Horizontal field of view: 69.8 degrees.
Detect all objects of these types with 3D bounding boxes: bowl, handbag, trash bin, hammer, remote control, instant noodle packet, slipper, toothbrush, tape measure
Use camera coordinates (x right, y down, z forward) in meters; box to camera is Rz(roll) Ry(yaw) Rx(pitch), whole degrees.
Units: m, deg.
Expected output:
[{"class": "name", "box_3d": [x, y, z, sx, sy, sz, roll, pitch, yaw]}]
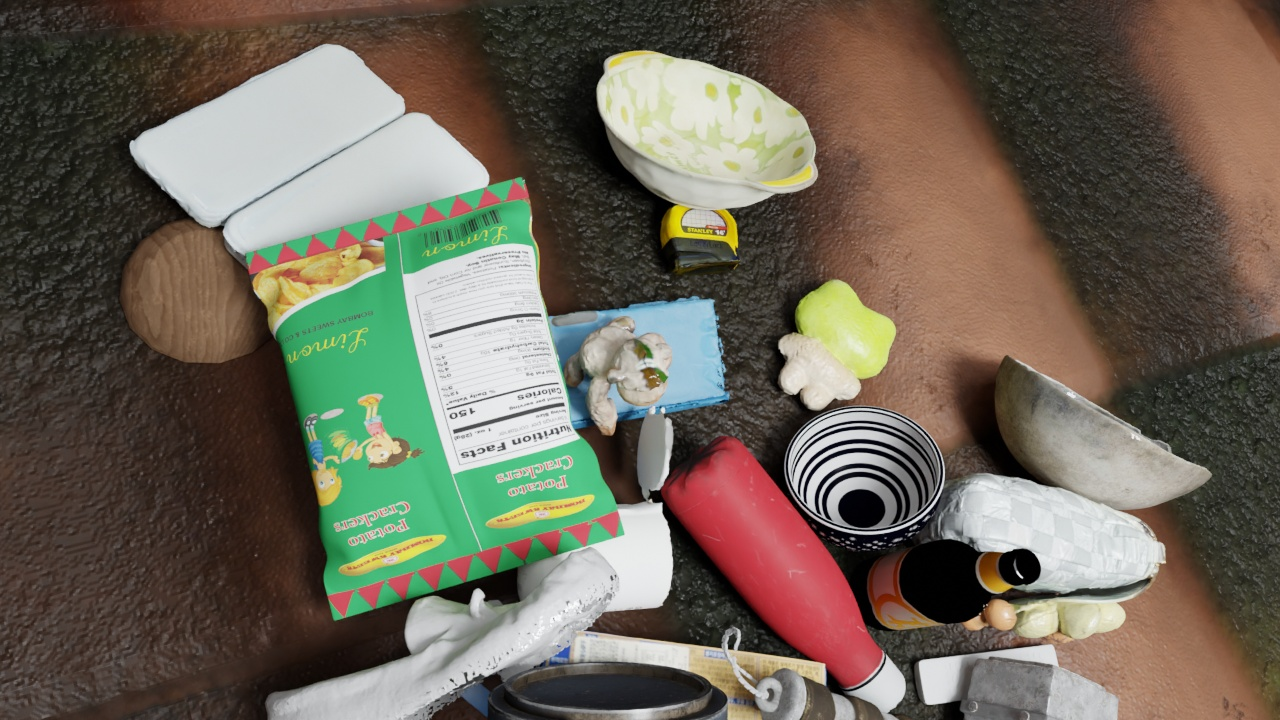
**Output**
[{"class": "bowl", "box_3d": [0.176, 0.103, 0.728, 0.120, 0.066, 0.120, -6, 47, 7]}, {"class": "handbag", "box_3d": [0.302, 0.160, 0.730, 0.171, 0.113, 0.123, 17, 74, -11]}, {"class": "bowl", "box_3d": [-0.314, -0.058, 0.664, 0.117, 0.030, 0.117, 6, 69, -15]}, {"class": "trash bin", "box_3d": [-0.020, 0.301, 0.522, 0.164, 0.164, 0.227, 3, 83, -16]}, {"class": "hammer", "box_3d": [0.187, 0.267, 0.630, 0.326, 0.080, 0.176, 27, 69, -21]}, {"class": "bowl", "box_3d": [0.367, 0.073, 0.770, 0.178, 0.178, 0.081, 30, 101, -5]}, {"class": "remote control", "box_3d": [0.281, 0.253, 0.742, 0.130, 0.012, 0.033, -1, 73, -17]}, {"class": "instant noodle packet", "box_3d": [-0.139, 0.021, 0.612, 0.195, 0.090, 0.252, -16, 83, -2]}, {"class": "slipper", "box_3d": [-0.124, 0.184, 0.570, 0.247, 0.112, 0.074, -29, 85, 8]}, {"class": "bowl", "box_3d": [0.050, -0.185, 0.783, 0.188, 0.060, 0.219, -25, 57, -36]}, {"class": "toothbrush", "box_3d": [-0.068, 0.266, 0.631, 0.166, 0.014, 0.016, 39, 65, 0]}, {"class": "tape measure", "box_3d": [0.049, -0.106, 0.787, 0.065, 0.037, 0.064, -7, 73, -21]}]

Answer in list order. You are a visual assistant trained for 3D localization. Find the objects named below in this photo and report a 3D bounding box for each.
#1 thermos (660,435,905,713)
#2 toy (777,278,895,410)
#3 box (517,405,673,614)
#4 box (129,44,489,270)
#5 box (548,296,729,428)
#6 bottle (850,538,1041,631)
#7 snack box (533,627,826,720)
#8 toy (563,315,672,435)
[{"class": "thermos", "box_3d": [0.114, 0.167, 0.689, 0.073, 0.073, 0.240, -41, 94, -25]}, {"class": "toy", "box_3d": [0.163, -0.010, 0.784, 0.092, 0.046, 0.115, 39, 72, 0]}, {"class": "box", "box_3d": [-0.033, 0.104, 0.655, 0.106, 0.080, 0.150, 3, 82, -17]}, {"class": "box", "box_3d": [-0.245, -0.150, 0.706, 0.189, 0.037, 0.208, 46, 54, 1]}, {"class": "box", "box_3d": [-0.044, 0.005, 0.711, 0.231, 0.053, 0.093, -7, 74, -19]}, {"class": "bottle", "box_3d": [0.220, 0.160, 0.663, 0.059, 0.182, 0.059, 6, 69, -15]}, {"class": "snack box", "box_3d": [0.025, 0.231, 0.649, 0.206, 0.057, 0.056, 11, 67, -12]}, {"class": "toy", "box_3d": [-0.004, 0.004, 0.654, 0.085, 0.106, 0.074, -36, 96, -17]}]
